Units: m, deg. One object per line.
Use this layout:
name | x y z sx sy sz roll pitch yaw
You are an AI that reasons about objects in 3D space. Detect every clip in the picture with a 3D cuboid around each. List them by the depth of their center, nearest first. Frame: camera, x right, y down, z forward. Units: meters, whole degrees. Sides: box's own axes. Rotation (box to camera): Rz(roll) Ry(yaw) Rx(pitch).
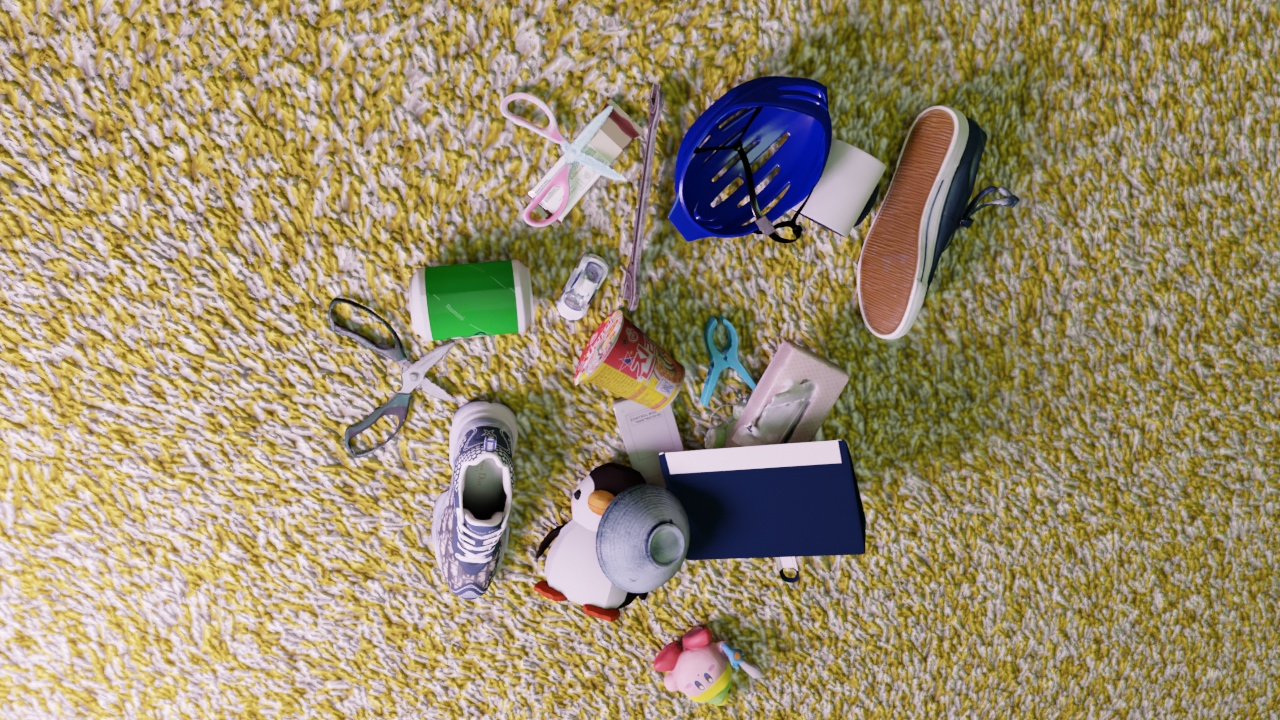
clip | 0.102 -0.002 1.200 0.097 0.026 0.116 -15 109 -8

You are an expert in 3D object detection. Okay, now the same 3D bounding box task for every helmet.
helmet | 0.142 -0.218 1.032 0.241 0.227 0.148 -40 119 4

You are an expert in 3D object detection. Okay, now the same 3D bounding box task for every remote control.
remote control | 0.017 0.112 1.222 0.074 0.019 0.151 -18 108 -5

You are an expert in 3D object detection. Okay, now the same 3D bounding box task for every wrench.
wrench | 0.003 -0.191 1.101 0.010 0.070 0.273 4 104 -13

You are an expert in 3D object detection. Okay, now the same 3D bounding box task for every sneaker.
sneaker | -0.204 0.194 1.148 0.103 0.132 0.270 6 107 -14
sneaker | 0.376 -0.164 1.169 0.127 0.121 0.295 8 104 -36

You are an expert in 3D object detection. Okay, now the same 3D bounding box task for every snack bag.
snack bag | -0.069 -0.235 1.101 0.057 0.013 0.158 41 97 -13

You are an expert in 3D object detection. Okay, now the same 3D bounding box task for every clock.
clock | 0.140 0.105 1.230 0.094 0.042 0.119 -44 110 4

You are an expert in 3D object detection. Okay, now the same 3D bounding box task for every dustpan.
dustpan | 0.173 0.207 1.207 0.237 0.080 0.273 -6 116 19

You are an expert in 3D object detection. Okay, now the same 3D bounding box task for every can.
can | -0.200 -0.071 1.090 0.140 0.087 0.088 -6 108 -8

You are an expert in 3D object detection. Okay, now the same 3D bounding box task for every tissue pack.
tissue pack | 0.180 0.073 1.171 0.104 0.071 0.181 26 105 -17

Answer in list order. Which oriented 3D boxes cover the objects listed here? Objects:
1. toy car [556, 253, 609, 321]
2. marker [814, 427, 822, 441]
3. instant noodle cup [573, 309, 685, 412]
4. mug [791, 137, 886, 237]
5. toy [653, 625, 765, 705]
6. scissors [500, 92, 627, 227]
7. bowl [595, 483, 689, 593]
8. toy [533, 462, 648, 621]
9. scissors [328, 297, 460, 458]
toy car | -0.072 -0.089 1.139 0.038 0.027 0.090 26 101 -19
marker | 0.247 0.119 1.270 0.011 0.011 0.152 -11 109 -7
instant noodle cup | -0.007 0.007 1.142 0.112 0.100 0.100 31 99 -17
mug | 0.255 -0.208 1.141 0.111 0.078 0.097 17 105 -44
toy | 0.099 0.446 1.321 0.124 0.097 0.131 -37 91 -4
scissors | -0.100 -0.245 1.081 0.177 0.013 0.170 40 97 -10
bowl | 0.018 0.223 1.129 0.136 0.057 0.137 0 91 -31
toy | -0.043 0.224 1.207 0.159 0.140 0.184 17 95 18
scissors | -0.327 0.016 1.134 0.202 0.015 0.205 -41 108 5
